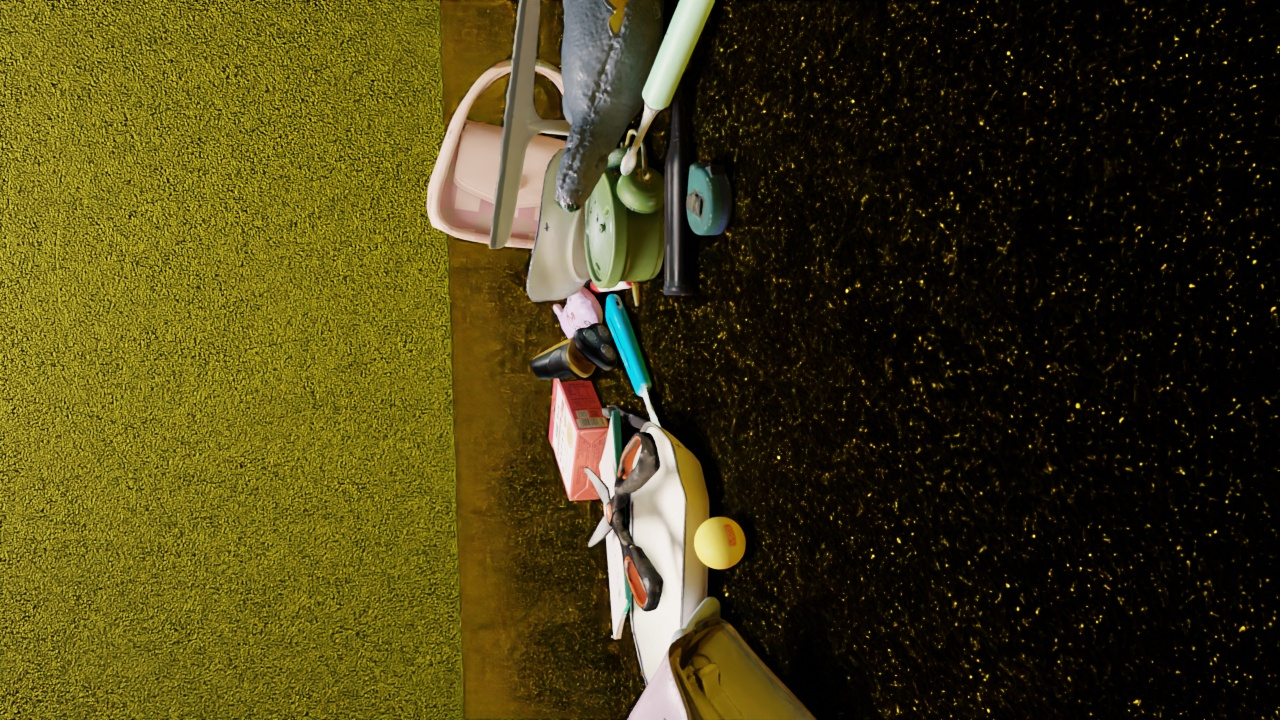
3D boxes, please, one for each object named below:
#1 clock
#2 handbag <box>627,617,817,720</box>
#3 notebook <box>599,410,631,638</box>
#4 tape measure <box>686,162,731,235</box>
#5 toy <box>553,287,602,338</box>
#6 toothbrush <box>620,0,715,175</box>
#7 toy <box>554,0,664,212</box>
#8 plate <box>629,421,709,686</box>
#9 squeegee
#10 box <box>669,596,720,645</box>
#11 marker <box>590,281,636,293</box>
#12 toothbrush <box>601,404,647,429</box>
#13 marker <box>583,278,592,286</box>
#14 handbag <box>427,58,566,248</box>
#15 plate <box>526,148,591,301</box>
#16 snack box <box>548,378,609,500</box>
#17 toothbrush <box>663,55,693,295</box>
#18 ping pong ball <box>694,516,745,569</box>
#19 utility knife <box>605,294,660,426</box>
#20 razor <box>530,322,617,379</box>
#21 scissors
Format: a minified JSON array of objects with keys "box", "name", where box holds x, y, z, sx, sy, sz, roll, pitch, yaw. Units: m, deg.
[{"box":[-0.014,-0.144,0.896,0.116,0.056,0.161,-119,31,-54],"name":"clock"},{"box":[0.042,0.295,0.626,0.145,0.098,0.197,51,136,33],"name":"handbag"},{"box":[-0.028,0.180,0.999,0.151,0.012,0.208,102,165,-59],"name":"notebook"},{"box":[0.053,-0.128,0.734,0.054,0.025,0.058,-132,42,-66],"name":"tape measure"},{"box":[-0.074,-0.053,1.121,0.084,0.038,0.108,58,157,11],"name":"toy"},{"box":[0.024,-0.241,0.756,0.225,0.026,0.027,118,157,-44],"name":"toothbrush"},{"box":[-0.036,-0.297,0.841,0.138,0.091,0.355,-30,50,44],"name":"toy"},{"box":[0.027,0.189,0.847,0.162,0.034,0.266,-150,59,-71],"name":"plate"},{"box":[-0.078,-0.249,0.978,0.246,0.039,0.247,-38,-39,-69],"name":"squeegee"},{"box":[0.063,0.308,0.746,0.113,0.099,0.201,15,109,36],"name":"box"},{"box":[-0.031,-0.086,1.027,0.145,0.017,0.017,-174,81,-73],"name":"marker"},{"box":[-0.010,0.065,0.983,0.190,0.016,0.014,-165,67,-71],"name":"toothbrush"},{"box":[-0.076,-0.102,1.159,0.020,0.022,0.132,53,168,-13],"name":"marker"},{"box":[-0.156,-0.260,1.146,0.093,0.193,0.235,-124,45,-56],"name":"handbag"},{"box":[-0.065,-0.143,0.996,0.164,0.034,0.164,-27,-50,-68],"name":"plate"},{"box":[-0.079,0.093,1.159,0.127,0.044,0.113,-116,28,-51],"name":"snack box"},{"box":[0.034,-0.163,0.793,0.027,0.026,0.212,4,96,38],"name":"toothbrush"},{"box":[0.062,0.143,0.718,0.040,0.040,0.040,177,91,-73],"name":"ping pong ball"},{"box":[-0.006,0.006,0.955,0.209,0.018,0.034,-112,26,-45],"name":"utility knife"},{"box":[-0.085,-0.005,1.101,0.168,0.062,0.067,-16,38,58],"name":"razor"},{"box":[-0.020,0.151,0.878,0.230,0.021,0.221,-110,28,-43],"name":"scissors"}]
